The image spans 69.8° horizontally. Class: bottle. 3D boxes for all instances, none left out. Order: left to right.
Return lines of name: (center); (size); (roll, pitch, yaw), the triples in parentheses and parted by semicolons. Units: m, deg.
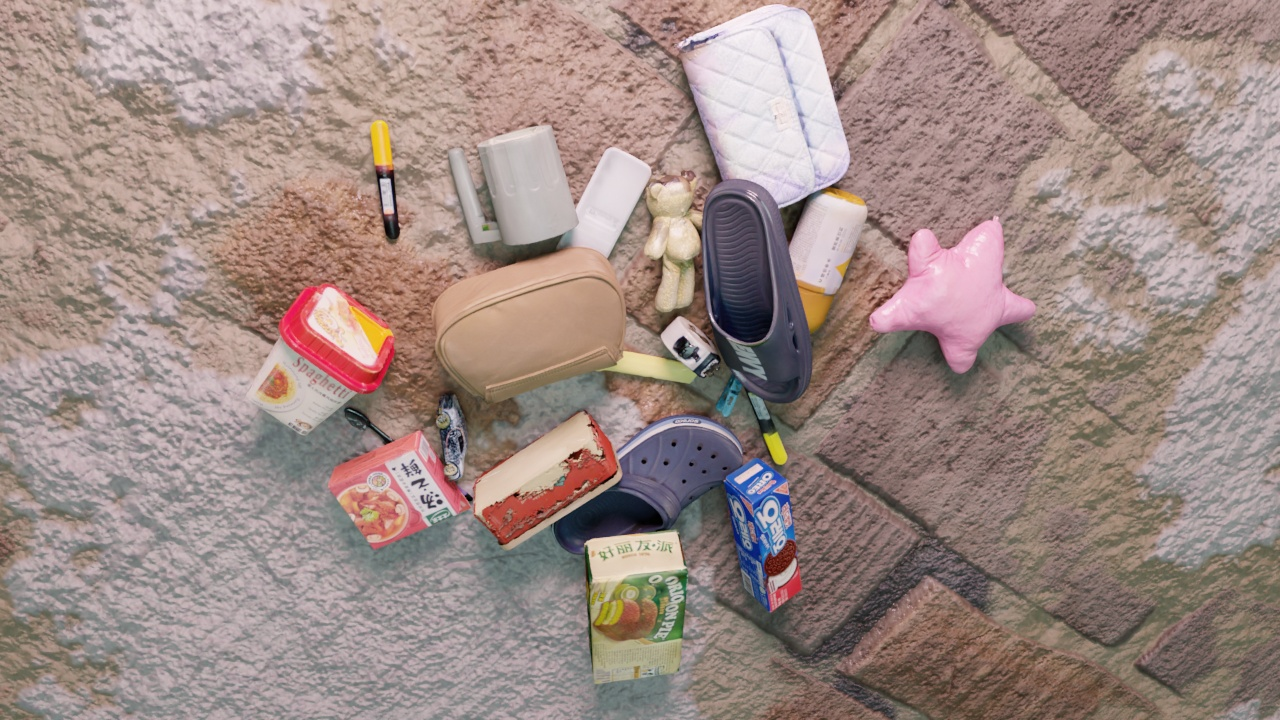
bottle: (0.191, -0.096, 1.024); (0.068, 0.068, 0.190); (12, 113, -13)

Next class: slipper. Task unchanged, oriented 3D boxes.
slipper: (0.004, 0.155, 1.088); (0.253, 0.095, 0.105); (-30, 116, 7)
slipper: (0.110, -0.057, 0.984); (0.111, 0.083, 0.268); (7, 126, 34)

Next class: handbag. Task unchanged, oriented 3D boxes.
handbag: (-0.116, -0.039, 0.990); (0.204, 0.099, 0.148); (-17, 129, -2)
handbag: (0.130, -0.258, 0.946); (0.134, 0.075, 0.194); (-22, 113, 4)

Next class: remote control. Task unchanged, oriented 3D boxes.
remote control: (-0.041, -0.160, 0.991); (0.056, 0.020, 0.136); (24, 107, -17)

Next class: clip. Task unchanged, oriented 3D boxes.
clip: (0.108, 0.039, 1.094); (0.013, 0.038, 0.055); (23, 97, -17)

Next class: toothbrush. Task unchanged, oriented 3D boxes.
toothbrush: (-0.269, 0.114, 1.073); (0.014, 0.016, 0.189); (-41, 114, 19)

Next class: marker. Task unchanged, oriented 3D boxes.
marker: (-0.264, -0.186, 0.953); (0.018, 0.015, 0.124); (-3, 115, -6)
marker: (0.151, 0.073, 1.119); (0.018, 0.015, 0.124); (-24, 110, 1)

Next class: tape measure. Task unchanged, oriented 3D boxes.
tape measure: (0.057, -0.018, 1.039); (0.066, 0.065, 0.034); (38, 104, -21)

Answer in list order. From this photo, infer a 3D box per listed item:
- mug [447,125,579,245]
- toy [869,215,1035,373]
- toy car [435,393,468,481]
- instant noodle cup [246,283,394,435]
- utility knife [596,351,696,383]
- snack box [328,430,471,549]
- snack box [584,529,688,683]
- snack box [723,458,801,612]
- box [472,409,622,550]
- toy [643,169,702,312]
mug: (-0.134, -0.178, 0.946); (0.124, 0.083, 0.103); (-5, 114, 21)
toy: (0.374, -0.080, 1.057); (0.194, 0.074, 0.179); (22, 105, -20)
toy car: (-0.214, 0.089, 1.053); (0.031, 0.049, 0.106); (-4, 113, -5)
instant noodle cup: (-0.342, 0.003, 0.972); (0.116, 0.116, 0.124); (40, 114, -20)
utility knife: (-0.006, 0.006, 1.067); (0.151, 0.018, 0.031); (12, 114, -10)
snack box: (-0.277, 0.160, 1.066); (0.113, 0.044, 0.127); (-24, 119, 5)
snack box: (-0.007, 0.306, 1.121); (0.114, 0.063, 0.241); (-6, 134, -6)
snack box: (0.151, 0.216, 1.121); (0.058, 0.057, 0.208); (-29, 129, -20)
box: (-0.114, 0.133, 1.062); (0.168, 0.091, 0.079); (-33, 116, 6)
toy: (0.035, -0.127, 1.000); (0.105, 0.066, 0.157); (-23, 123, -35)
